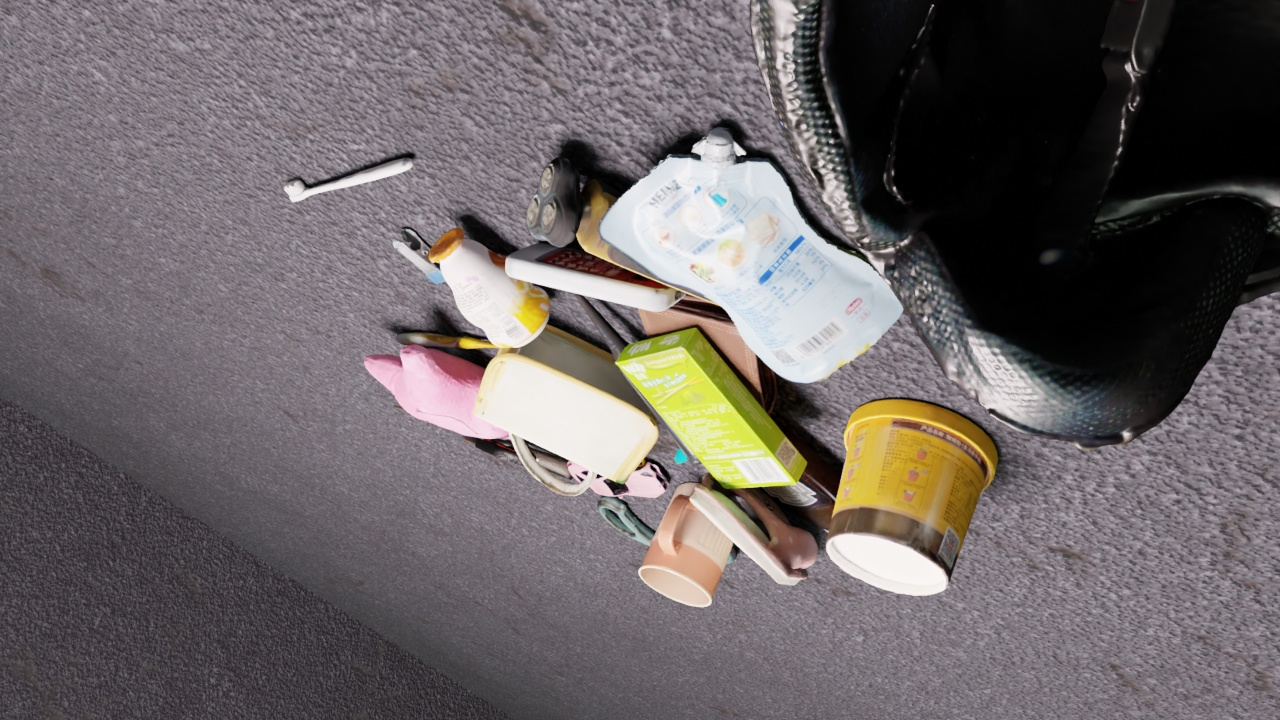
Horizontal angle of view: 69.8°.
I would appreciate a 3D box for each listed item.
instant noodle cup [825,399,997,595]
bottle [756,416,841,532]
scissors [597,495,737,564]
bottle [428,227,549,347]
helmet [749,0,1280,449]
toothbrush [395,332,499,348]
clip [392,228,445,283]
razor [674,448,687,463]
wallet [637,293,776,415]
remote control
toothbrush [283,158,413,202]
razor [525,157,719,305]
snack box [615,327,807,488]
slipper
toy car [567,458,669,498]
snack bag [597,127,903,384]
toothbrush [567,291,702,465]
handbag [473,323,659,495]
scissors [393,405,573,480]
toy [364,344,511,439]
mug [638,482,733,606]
[{"bbox_3d":[0.205,0.109,0.713,0.118,0.114,0.119,19,150,12],"label":"instant noodle cup"},{"bbox_3d":[0.159,0.122,0.843,0.195,0.044,0.080,39,152,-23],"label":"bottle"},{"bbox_3d":[0.035,0.212,1.113,0.171,0.019,0.170,43,146,-24],"label":"scissors"},{"bbox_3d":[-0.125,-0.060,0.758,0.063,0.063,0.108,-5,138,44],"label":"bottle"},{"bbox_3d":[0.173,-0.115,0.267,0.275,0.229,0.234,8,156,13],"label":"helmet"},{"bbox_3d":[-0.181,-0.021,0.916,0.192,0.016,0.018,4,133,34],"label":"toothbrush"},{"bbox_3d":[-0.193,-0.093,0.811,0.026,0.036,0.058,-7,140,48],"label":"clip"},{"bbox_3d":[0.056,0.067,0.853,0.043,0.028,0.133,54,153,16],"label":"razor"},{"bbox_3d":[0.055,-0.008,0.735,0.101,0.032,0.125,15,148,26],"label":"wallet"},{"bbox_3d":[-0.033,-0.065,0.690,0.136,0.055,0.020,15,116,21],"label":"remote control"},{"bbox_3d":[-0.245,-0.152,0.759,0.180,0.016,0.016,-1,135,41],"label":"toothbrush"},{"bbox_3d":[0.002,-0.079,0.634,0.167,0.067,0.062,25,125,-10],"label":"razor"},{"bbox_3d":[0.057,0.043,0.740,0.086,0.026,0.156,-14,124,50],"label":"snack box"},{"bbox_3d":[0.119,0.163,0.884,0.114,0.054,0.274,41,178,28],"label":"slipper"},{"bbox_3d":[-0.027,0.129,1.011,0.123,0.037,0.056,4,145,33],"label":"toy car"},{"bbox_3d":[0.075,-0.063,0.600,0.191,0.038,0.111,38,129,-22],"label":"snack bag"},{"bbox_3d":[-0.005,0.005,0.776,0.027,0.026,0.212,-10,122,51],"label":"toothbrush"},{"bbox_3d":[-0.074,0.057,0.868,0.163,0.063,0.179,26,135,-5],"label":"handbag"},{"bbox_3d":[-0.174,0.091,1.047,0.221,0.021,0.228,23,174,-15],"label":"scissors"},{"bbox_3d":[-0.191,0.039,0.958,0.194,0.074,0.179,28,159,-27],"label":"toy"},{"bbox_3d":[0.051,0.186,0.967,0.082,0.105,0.114,8,146,29],"label":"mug"}]
